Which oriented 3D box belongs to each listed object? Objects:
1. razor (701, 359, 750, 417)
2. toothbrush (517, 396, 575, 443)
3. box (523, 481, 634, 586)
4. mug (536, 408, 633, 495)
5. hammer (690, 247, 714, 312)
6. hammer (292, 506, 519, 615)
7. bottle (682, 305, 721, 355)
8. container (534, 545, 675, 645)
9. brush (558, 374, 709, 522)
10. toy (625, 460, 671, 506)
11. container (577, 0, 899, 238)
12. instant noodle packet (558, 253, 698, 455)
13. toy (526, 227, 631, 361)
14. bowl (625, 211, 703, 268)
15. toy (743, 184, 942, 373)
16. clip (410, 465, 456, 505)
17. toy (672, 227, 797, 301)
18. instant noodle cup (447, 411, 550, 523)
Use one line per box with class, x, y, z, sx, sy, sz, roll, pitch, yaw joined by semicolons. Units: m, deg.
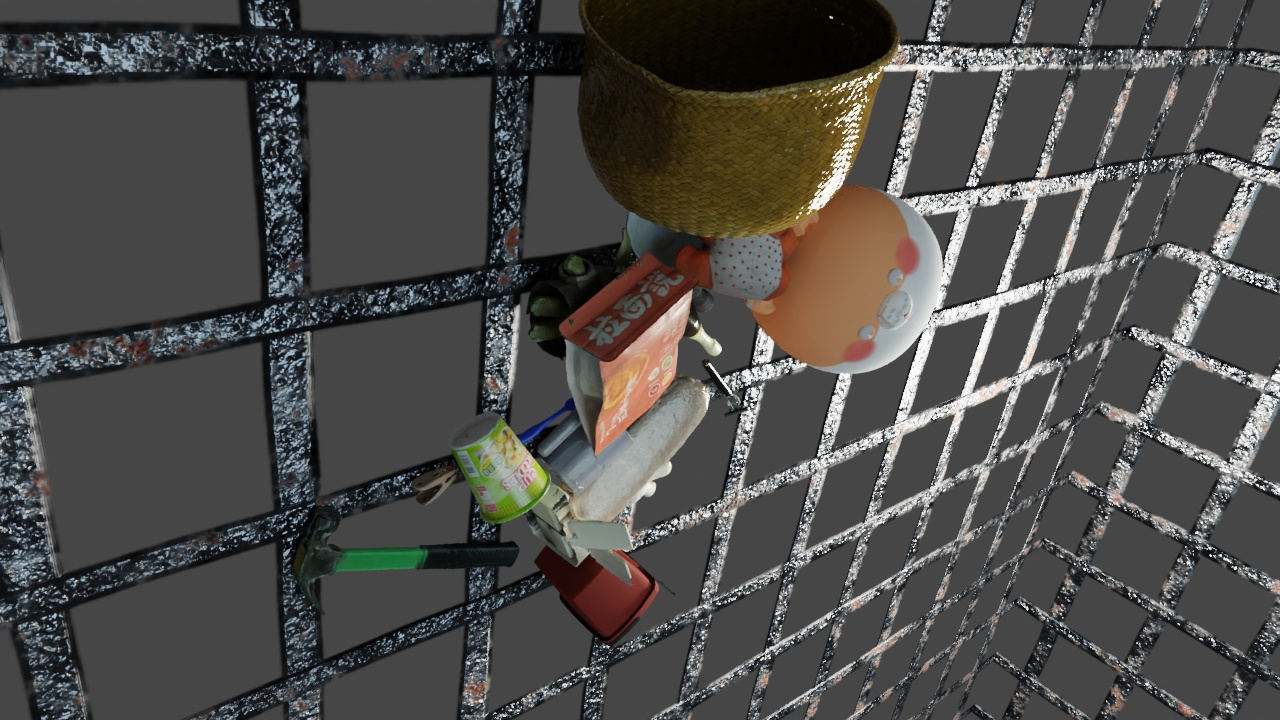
razor;0.127;0.040;1.420;0.043;0.022;0.144;-19;137;18
toothbrush;-0.149;0.100;1.190;0.182;0.016;0.018;-35;172;-20
box;-0.085;0.220;1.205;0.050;0.184;0.144;-43;143;-25
mug;-0.079;0.107;1.205;0.104;0.084;0.124;-44;151;-11
hammer;0.140;-0.224;1.247;0.314;0.035;0.137;-54;139;-4
hammer;-0.280;0.247;1.148;0.318;0.032;0.130;11;107;-48
bottle;0.064;-0.051;1.276;0.045;0.045;0.184;-54;140;-2
container;-0.046;0.335;1.346;0.127;0.148;0.201;-47;130;-12
brush;-0.008;0.129;1.301;0.271;0.057;0.083;-47;115;-12
toy;-0.009;0.183;1.366;0.122;0.038;0.079;-6;127;-39
container;0.090;-0.272;0.953;0.306;0.307;0.197;-31;146;-27
instant noodle packet;-0.007;0.007;1.116;0.164;0.084;0.221;-44;150;-28
toy;-0.070;-0.066;1.110;0.152;0.078;0.180;-25;131;-42
bowl;0.026;-0.164;1.150;0.106;0.039;0.106;-2;95;-21
toy;0.274;-0.115;1.275;0.280;0.266;0.263;12;109;-37
clip;-0.252;0.144;1.114;0.060;0.024;0.041;-45;142;-25
toy;0.130;-0.164;1.125;0.163;0.093;0.172;11;101;-16
instant noodle cup;-0.176;0.125;1.113;0.098;0.099;0.108;-37;117;-21
